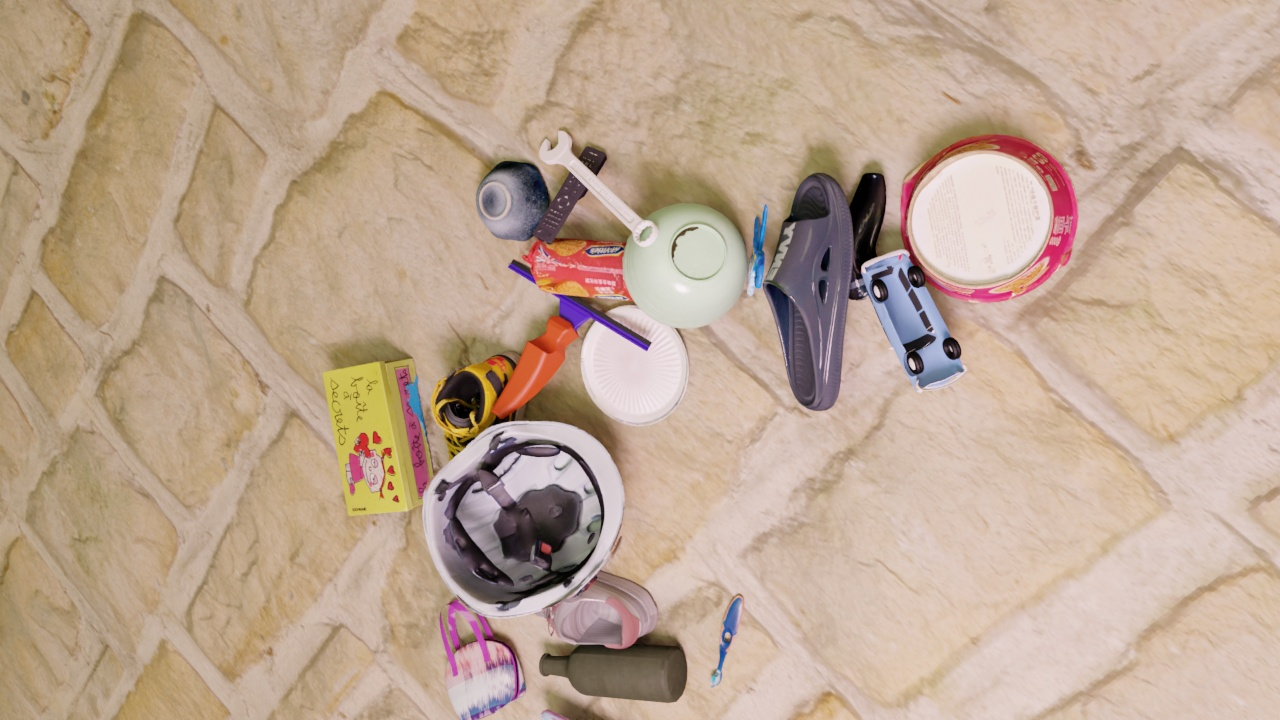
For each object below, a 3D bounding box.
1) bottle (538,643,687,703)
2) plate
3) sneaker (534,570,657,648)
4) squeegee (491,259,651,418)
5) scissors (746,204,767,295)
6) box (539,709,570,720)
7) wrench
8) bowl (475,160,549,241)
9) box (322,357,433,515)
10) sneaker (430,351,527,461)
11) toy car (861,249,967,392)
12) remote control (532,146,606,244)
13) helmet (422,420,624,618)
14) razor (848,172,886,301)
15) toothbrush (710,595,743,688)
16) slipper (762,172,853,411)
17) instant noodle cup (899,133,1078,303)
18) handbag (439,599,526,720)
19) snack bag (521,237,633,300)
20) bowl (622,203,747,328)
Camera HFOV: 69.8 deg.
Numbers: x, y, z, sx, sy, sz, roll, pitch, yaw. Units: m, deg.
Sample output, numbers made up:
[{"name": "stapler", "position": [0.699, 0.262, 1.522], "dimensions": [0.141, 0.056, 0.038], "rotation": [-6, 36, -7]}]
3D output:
[{"name": "bottle", "position": [-0.043, 0.416, 1.236], "dimensions": [0.207, 0.071, 0.071], "rotation": [-6, 95, 27]}, {"name": "plate", "position": [-0.007, 0.007, 1.184], "dimensions": [0.157, 0.014, 0.157], "rotation": [4, 100, 27]}, {"name": "sneaker", "position": [-0.099, 0.330, 1.240], "dimensions": [0.236, 0.089, 0.099], "rotation": [8, 102, 26]}, {"name": "squeegee", "position": [-0.130, -0.002, 1.194], "dimensions": [0.250, 0.055, 0.184], "rotation": [32, 79, 28]}, {"name": "scissors", "position": [0.135, -0.121, 1.052], "dimensions": [0.014, 0.125, 0.131], "rotation": [8, 140, -1]}, {"name": "box", "position": [-0.042, 0.564, 1.270], "dimensions": [0.214, 0.050, 0.149], "rotation": [17, 127, 24]}, {"name": "wrench", "position": [-0.054, -0.211, 1.109], "dimensions": [0.047, 0.009, 0.273], "rotation": [-49, 48, 9]}, {"name": "bowl", "position": [-0.179, -0.211, 1.215], "dimensions": [0.110, 0.055, 0.110], "rotation": [5, 101, 26]}, {"name": "box", "position": [-0.384, 0.110, 1.356], "dimensions": [0.125, 0.081, 0.221], "rotation": [-6, 96, 28]}, {"name": "sneaker", "position": [-0.232, 0.104, 1.254], "dimensions": [0.086, 0.121, 0.239], "rotation": [25, 107, 23]}, {"name": "toy car", "position": [0.283, -0.039, 0.961], "dimensions": [0.056, 0.055, 0.153], "rotation": [-21, 77, -7]}, {"name": "remote control", "position": [-0.088, -0.207, 1.157], "dimensions": [0.032, 0.015, 0.136], "rotation": [27, 81, 22]}, {"name": "helmet", "position": [-0.135, 0.200, 1.194], "dimensions": [0.264, 0.163, 0.236], "rotation": [-35, 79, 4]}, {"name": "razor", "position": [0.251, -0.136, 1.015], "dimensions": [0.063, 0.053, 0.140], "rotation": [9, 98, -12]}, {"name": "toothbrush", "position": [0.110, 0.363, 1.180], "dimensions": [0.021, 0.017, 0.135], "rotation": [20, 107, 21]}, {"name": "slipper", "position": [0.173, -0.072, 1.021], "dimensions": [0.083, 0.111, 0.268], "rotation": [-6, 105, -16]}, {"name": "instant noodle cup", "position": [0.351, -0.145, 0.944], "dimensions": [0.179, 0.077, 0.179], "rotation": [5, 100, 26]}, {"name": "handbag", "position": [-0.247, 0.435, 1.354], "dimensions": [0.145, 0.068, 0.170], "rotation": [-31, 77, 27]}, {"name": "snack bag", "position": [-0.058, -0.117, 1.157], "dimensions": [0.177, 0.082, 0.082], "rotation": [8, 101, 26]}, {"name": "bowl", "position": [0.058, -0.116, 1.057], "dimensions": [0.151, 0.077, 0.151], "rotation": [1, 84, -9]}]
